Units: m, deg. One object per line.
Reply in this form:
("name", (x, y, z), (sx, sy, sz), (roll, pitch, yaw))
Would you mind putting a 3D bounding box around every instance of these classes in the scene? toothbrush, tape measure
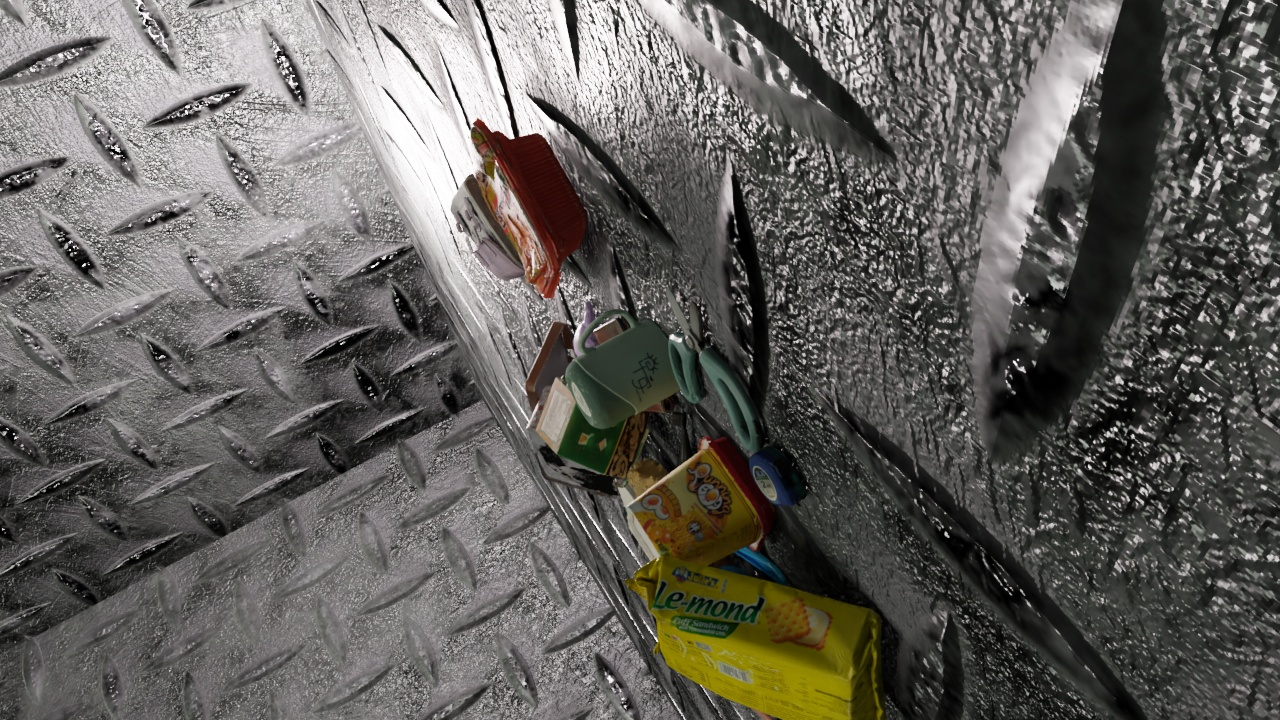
("toothbrush", (0.054, 0.122, 1.086), (0.027, 0.026, 0.213), (12, 146, 17))
("tape measure", (0.120, 0.102, 0.807), (0.054, 0.025, 0.058), (63, 163, 0))

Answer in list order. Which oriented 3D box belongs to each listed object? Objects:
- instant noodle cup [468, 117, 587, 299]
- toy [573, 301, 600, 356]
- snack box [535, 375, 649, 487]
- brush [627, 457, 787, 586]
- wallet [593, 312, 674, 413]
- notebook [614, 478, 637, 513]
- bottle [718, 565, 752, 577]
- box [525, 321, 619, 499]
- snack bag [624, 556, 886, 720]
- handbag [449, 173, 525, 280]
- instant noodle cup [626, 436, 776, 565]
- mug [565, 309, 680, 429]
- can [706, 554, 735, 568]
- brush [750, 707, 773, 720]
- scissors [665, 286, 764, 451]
("instant noodle cup", (-0.121, -0.172, 1.027), (0.189, 0.079, 0.165), (62, 167, 3))
("toy", (-0.069, -0.027, 1.211), (0.108, 0.039, 0.084), (134, 128, -80))
("snack box", (-0.066, 0.082, 1.172), (0.118, 0.105, 0.117), (36, 108, 59))
("brush", (0.076, 0.193, 1.072), (0.255, 0.045, 0.083), (30, 146, 40))
("wallet", (-0.006, 0.006, 1.071), (0.124, 0.032, 0.101), (61, 164, -2))
("notebook", (0.028, 0.247, 1.213), (0.209, 0.012, 0.150), (49, 163, 41))
("bottle", (0.114, 0.271, 1.025), (0.065, 0.065, 0.219), (60, 174, 5))
("box", (-0.078, 0.079, 1.383), (0.157, 0.197, 0.181), (12, 147, 14))
("snack bag", (0.110, 0.269, 0.854), (0.247, 0.068, 0.158), (10, 139, 25))
("handbag", (-0.184, -0.179, 1.226), (0.145, 0.098, 0.197), (58, 168, -9))
("instant noodle cup", (0.057, 0.158, 0.939), (0.116, 0.123, 0.116), (56, 166, 24))
("mug", (-0.024, 0.005, 0.969), (0.112, 0.106, 0.082), (65, 167, -12))
("can", (0.096, 0.277, 1.173), (0.116, 0.058, 0.058), (67, 166, -21))
("brush", (0.166, 0.420, 1.174), (0.145, 0.073, 0.063), (55, 165, 18))
("scissors", (0.068, 0.019, 0.852), (0.181, 0.019, 0.170), (55, 164, 29))
